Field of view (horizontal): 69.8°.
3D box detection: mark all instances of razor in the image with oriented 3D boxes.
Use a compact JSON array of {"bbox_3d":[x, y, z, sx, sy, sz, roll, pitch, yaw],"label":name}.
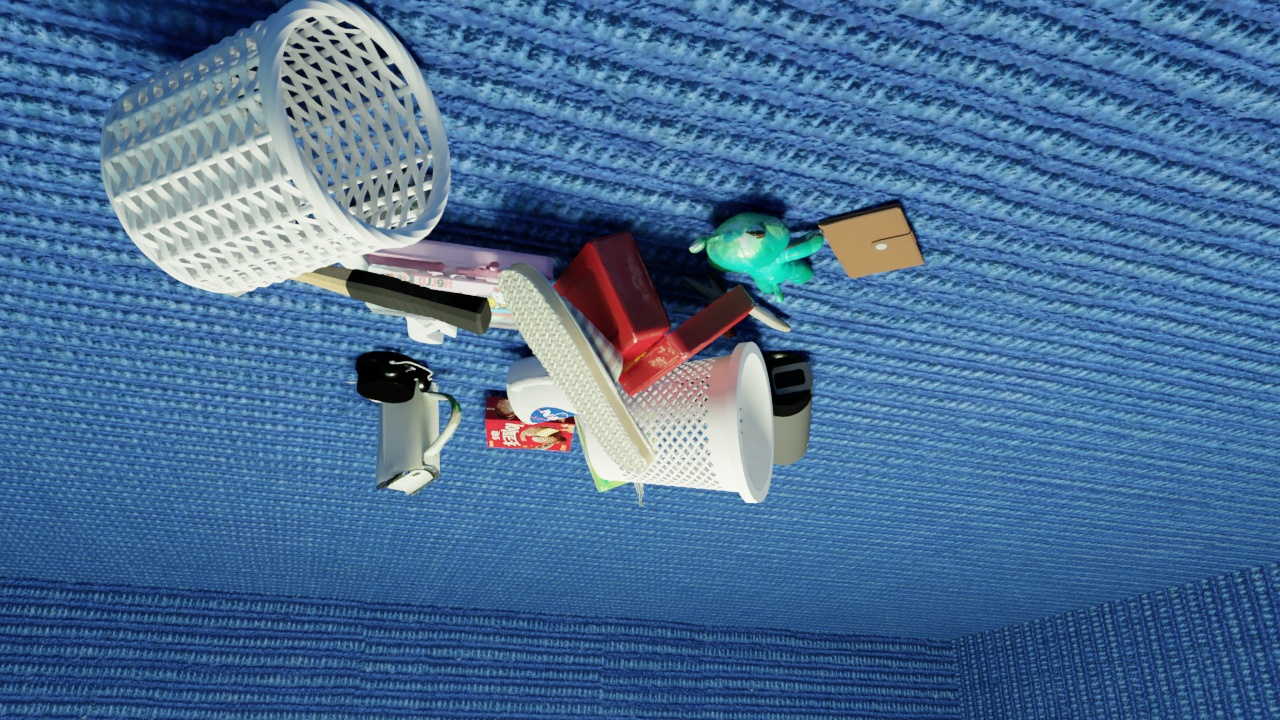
[{"bbox_3d":[-0.258,-0.151,0.920,0.143,0.047,0.052,-16,126,36],"label":"razor"}]

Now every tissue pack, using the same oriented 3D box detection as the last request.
[{"bbox_3d":[-0.024,0.135,1.340,0.120,0.141,0.198,-23,150,-2],"label":"tissue pack"}]

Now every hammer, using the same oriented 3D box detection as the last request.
[{"bbox_3d":[-0.316,-0.085,0.964,0.328,0.039,0.131,14,152,8],"label":"hammer"}]

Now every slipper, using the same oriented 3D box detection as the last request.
[{"bbox_3d":[-0.059,0.005,0.973,0.115,0.052,0.263,-1,124,59],"label":"slipper"}]

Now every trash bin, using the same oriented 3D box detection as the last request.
[{"bbox_3d":[0.048,0.081,1.151,0.200,0.195,0.195,-4,155,20],"label":"trash bin"}]

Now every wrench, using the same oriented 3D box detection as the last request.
[{"bbox_3d":[-0.301,-0.087,1.082,0.066,0.018,0.273,-8,152,19],"label":"wrench"}]

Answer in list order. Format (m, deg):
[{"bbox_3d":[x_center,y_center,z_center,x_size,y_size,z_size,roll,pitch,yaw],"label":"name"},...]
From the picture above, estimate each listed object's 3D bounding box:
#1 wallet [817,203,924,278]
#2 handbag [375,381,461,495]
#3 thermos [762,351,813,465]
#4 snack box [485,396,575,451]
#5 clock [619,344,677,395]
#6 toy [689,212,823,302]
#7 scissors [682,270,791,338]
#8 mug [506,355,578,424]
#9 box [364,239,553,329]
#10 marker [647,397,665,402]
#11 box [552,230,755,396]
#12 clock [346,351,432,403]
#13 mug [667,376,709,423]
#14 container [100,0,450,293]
[{"bbox_3d":[0.251,-0.126,0.990,0.088,0.013,0.121,-10,153,26],"label":"wallet"},{"bbox_3d":[-0.320,0.098,1.318,0.074,0.151,0.176,18,145,-40],"label":"handbag"},{"bbox_3d":[0.206,0.074,1.329,0.082,0.082,0.241,-3,154,7],"label":"thermos"},{"bbox_3d":[-0.173,0.101,1.435,0.132,0.035,0.152,4,159,-6],"label":"snack box"},{"bbox_3d":[-0.007,0.007,1.228,0.129,0.043,0.099,22,133,-22],"label":"clock"},{"bbox_3d":[0.128,-0.107,0.975,0.131,0.072,0.193,-13,160,26],"label":"toy"},{"bbox_3d":[0.112,-0.062,1.106,0.179,0.015,0.185,9,160,-16],"label":"scissors"},{"bbox_3d":[-0.126,0.033,1.230,0.090,0.091,0.121,-13,169,25],"label":"mug"},{"bbox_3d":[-0.203,-0.095,1.022,0.201,0.066,0.154,7,159,-12],"label":"box"},{"bbox_3d":[0.018,0.059,1.385,0.152,0.011,0.011,-4,154,8],"label":"marker"},{"bbox_3d":[-0.004,-0.059,1.023,0.170,0.156,0.157,50,147,-1],"label":"box"},{"bbox_3d":[-0.345,0.022,1.279,0.121,0.042,0.091,-17,150,32],"label":"clock"},{"bbox_3d":[0.080,0.053,1.281,0.077,0.071,0.105,-8,-175,18],"label":"mug"},{"bbox_3d":[-0.282,-0.162,0.725,0.187,0.189,0.189,-11,152,26],"label":"container"}]
